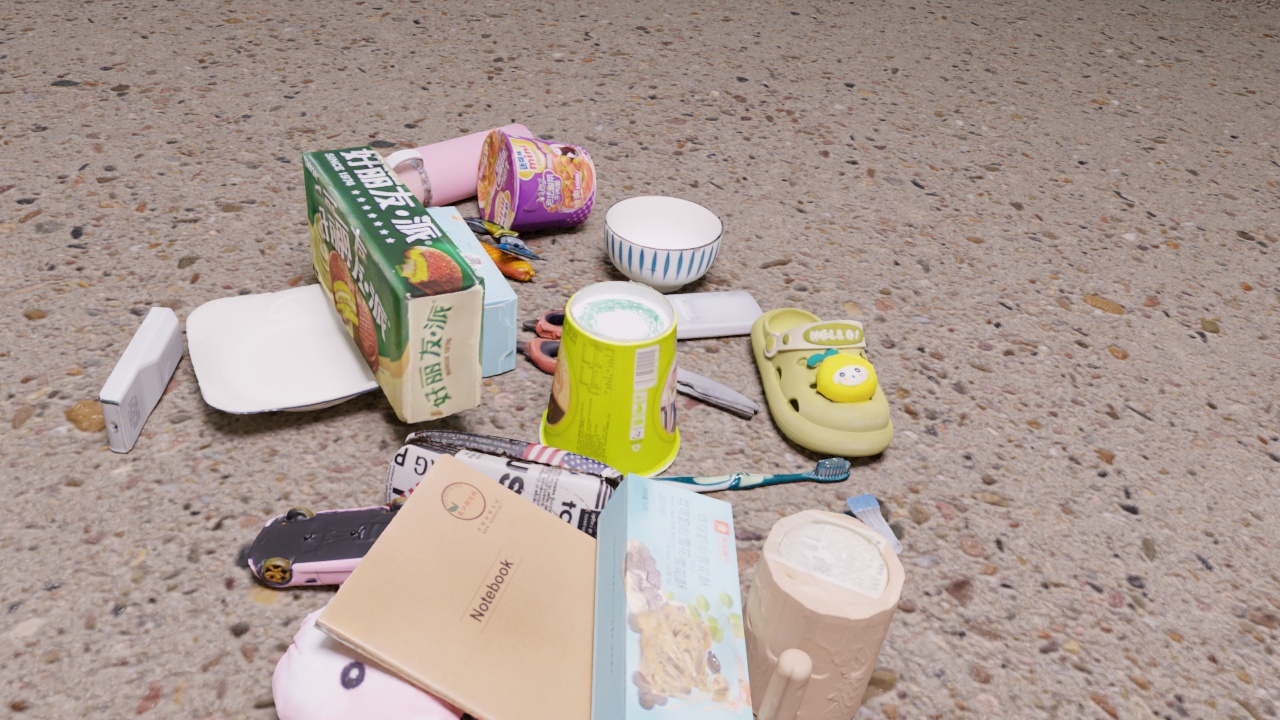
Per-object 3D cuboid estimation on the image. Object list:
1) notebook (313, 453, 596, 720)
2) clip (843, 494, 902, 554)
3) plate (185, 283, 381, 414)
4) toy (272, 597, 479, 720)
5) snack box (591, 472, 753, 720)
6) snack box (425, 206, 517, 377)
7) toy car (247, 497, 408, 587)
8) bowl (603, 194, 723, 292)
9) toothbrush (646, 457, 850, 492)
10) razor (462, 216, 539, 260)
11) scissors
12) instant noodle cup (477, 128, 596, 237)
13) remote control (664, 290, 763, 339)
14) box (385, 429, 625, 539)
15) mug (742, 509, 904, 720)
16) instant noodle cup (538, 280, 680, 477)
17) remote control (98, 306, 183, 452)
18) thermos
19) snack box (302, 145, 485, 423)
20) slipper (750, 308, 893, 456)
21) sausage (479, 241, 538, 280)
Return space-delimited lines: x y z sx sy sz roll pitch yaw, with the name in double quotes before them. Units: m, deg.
"notebook" -0.058 0.149 0.530 0.207 0.008 0.147 30 36 -1
"clip" 0.167 0.122 0.657 0.026 0.038 0.058 -4 36 -17
"plate" -0.273 -0.006 0.743 0.163 0.034 0.164 -13 41 -25
"toy" -0.119 0.180 0.504 0.159 0.054 0.121 27 37 14
"snack box" 0.016 0.150 0.528 0.074 0.052 0.174 18 39 -16
"snack box" -0.160 -0.064 0.807 0.051 0.074 0.175 -12 40 -25
"toy car" -0.187 0.120 0.587 0.122 0.037 0.056 -5 33 5
"bowl" 0.020 -0.109 0.905 0.116 0.066 0.116 4 35 -3
"toothbrush" 0.070 0.088 0.686 0.191 0.018 0.016 -2 37 -13
"razor" -0.154 -0.131 0.922 0.042 0.022 0.143 17 7 -45
"scissors" -0.007 0.011 0.781 0.185 0.015 0.208 -12 40 -26
"instant noodle cup" -0.106 -0.184 0.959 0.099 0.112 0.111 -5 37 -27
"remote control" 0.047 -0.041 0.856 0.135 0.020 0.055 -5 39 -16
"box" -0.088 0.082 0.639 0.163 0.076 0.087 10 16 9
"mug" 0.092 0.161 0.517 0.084 0.104 0.124 20 38 17
"instant noodle cup" -0.018 0.010 0.687 0.111 0.124 0.111 4 36 -3
"remote control" -0.375 0.010 0.693 0.024 0.049 0.124 4 36 -9
"thermos" -0.202 -0.212 0.994 0.198 0.087 0.067 -25 75 -38
"snack box" -0.196 -0.067 0.714 0.063 0.115 0.240 -14 42 -29
"slipper" 0.147 0.000 0.766 0.091 0.082 0.190 -5 37 -11
"sausage" -0.170 -0.112 0.915 0.165 0.021 0.021 24 39 22
